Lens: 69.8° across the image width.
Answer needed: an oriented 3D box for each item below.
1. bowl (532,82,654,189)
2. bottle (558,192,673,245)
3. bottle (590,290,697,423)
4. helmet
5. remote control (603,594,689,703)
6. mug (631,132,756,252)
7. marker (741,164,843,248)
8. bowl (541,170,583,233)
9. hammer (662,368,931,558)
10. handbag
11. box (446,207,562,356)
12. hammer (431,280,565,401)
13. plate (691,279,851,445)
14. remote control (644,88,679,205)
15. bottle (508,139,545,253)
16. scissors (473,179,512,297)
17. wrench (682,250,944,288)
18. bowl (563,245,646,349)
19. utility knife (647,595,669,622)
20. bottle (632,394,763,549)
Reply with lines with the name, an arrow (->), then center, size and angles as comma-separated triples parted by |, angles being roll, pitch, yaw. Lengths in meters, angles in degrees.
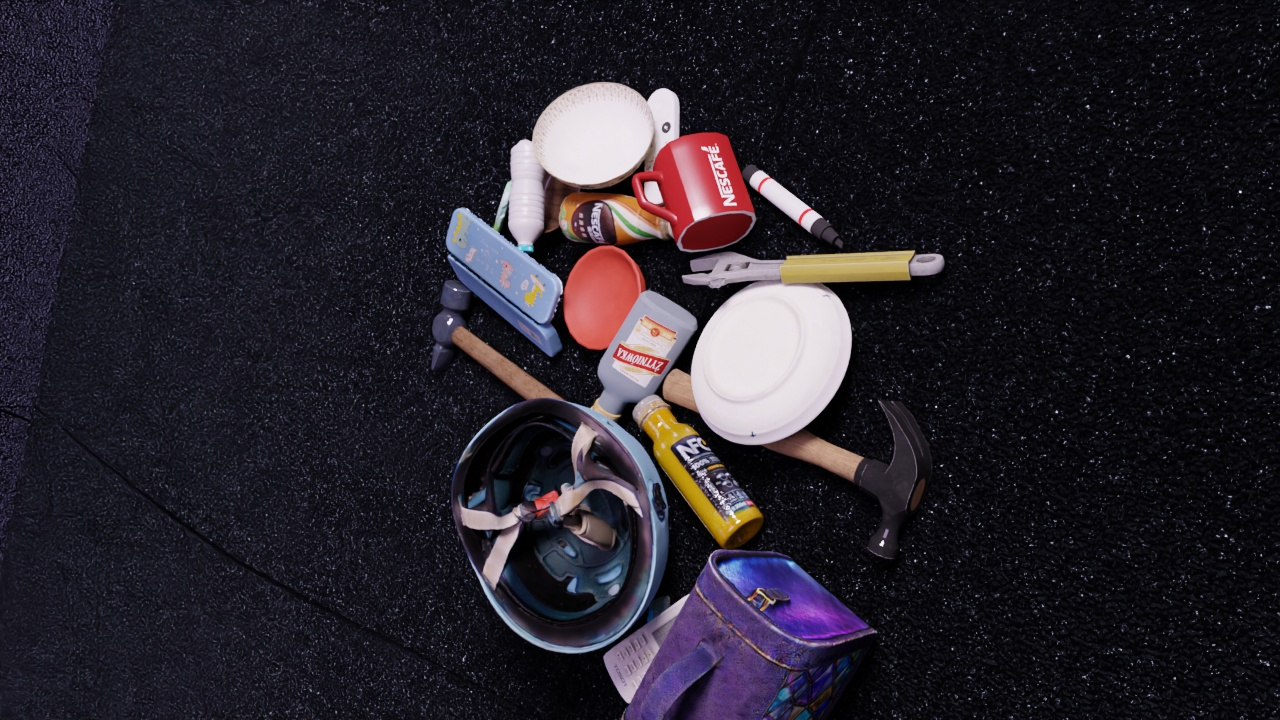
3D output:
bowl -> -0.048, -0.248, 1.072 | 0.145, 0.063, 0.145 | -5, 65, 11
bottle -> -0.014, -0.161, 1.057 | 0.167, 0.059, 0.059 | 10, 91, 32
bottle -> -0.006, 0.006, 1.024 | 0.072, 0.046, 0.161 | 31, 113, -2
helmet -> -0.066, 0.173, 0.987 | 0.226, 0.166, 0.265 | -28, 71, 20
remote control -> 0.023, 0.307, 0.976 | 0.139, 0.025, 0.060 | -40, 66, 19
mug -> 0.051, -0.174, 0.963 | 0.081, 0.116, 0.096 | 118, 138, -64
marker -> 0.156, -0.156, 0.935 | 0.145, 0.019, 0.019 | 47, 114, 34
bowl -> -0.108, -0.216, 1.157 | 0.119, 0.032, 0.119 | -6, 81, 40
hammer -> 0.141, 0.069, 0.914 | 0.306, 0.040, 0.132 | 24, 104, 40
handbag -> 0.082, 0.284, 0.814 | 0.125, 0.221, 0.205 | 38, 110, 36
box -> -0.174, -0.097, 1.150 | 0.209, 0.039, 0.127 | 37, 143, 29
hammer -> -0.168, 0.018, 1.179 | 0.322, 0.040, 0.129 | 33, 115, 36
plate -> 0.118, -0.008, 0.907 | 0.183, 0.034, 0.182 | -21, 55, 33
remote control -> 0.025, -0.247, 1.061 | 0.043, 0.013, 0.136 | -4, 82, 40
bottle -> -0.140, -0.200, 1.131 | 0.044, 0.044, 0.136 | -3, 83, 40
scissors -> -0.196, -0.160, 1.229 | 0.065, 0.033, 0.174 | -100, 34, -66
wrench -> 0.161, -0.092, 0.903 | 0.274, 0.083, 0.018 | 1, 117, 33
bowl -> -0.036, -0.072, 1.078 | 0.122, 0.035, 0.122 | -6, 81, 40
utility knife -> 0.015, 0.355, 1.000 | 0.031, 0.015, 0.198 | 0, 86, 41
bottle -> 0.055, 0.112, 0.969 | 0.053, 0.053, 0.186 | -53, 55, 22
